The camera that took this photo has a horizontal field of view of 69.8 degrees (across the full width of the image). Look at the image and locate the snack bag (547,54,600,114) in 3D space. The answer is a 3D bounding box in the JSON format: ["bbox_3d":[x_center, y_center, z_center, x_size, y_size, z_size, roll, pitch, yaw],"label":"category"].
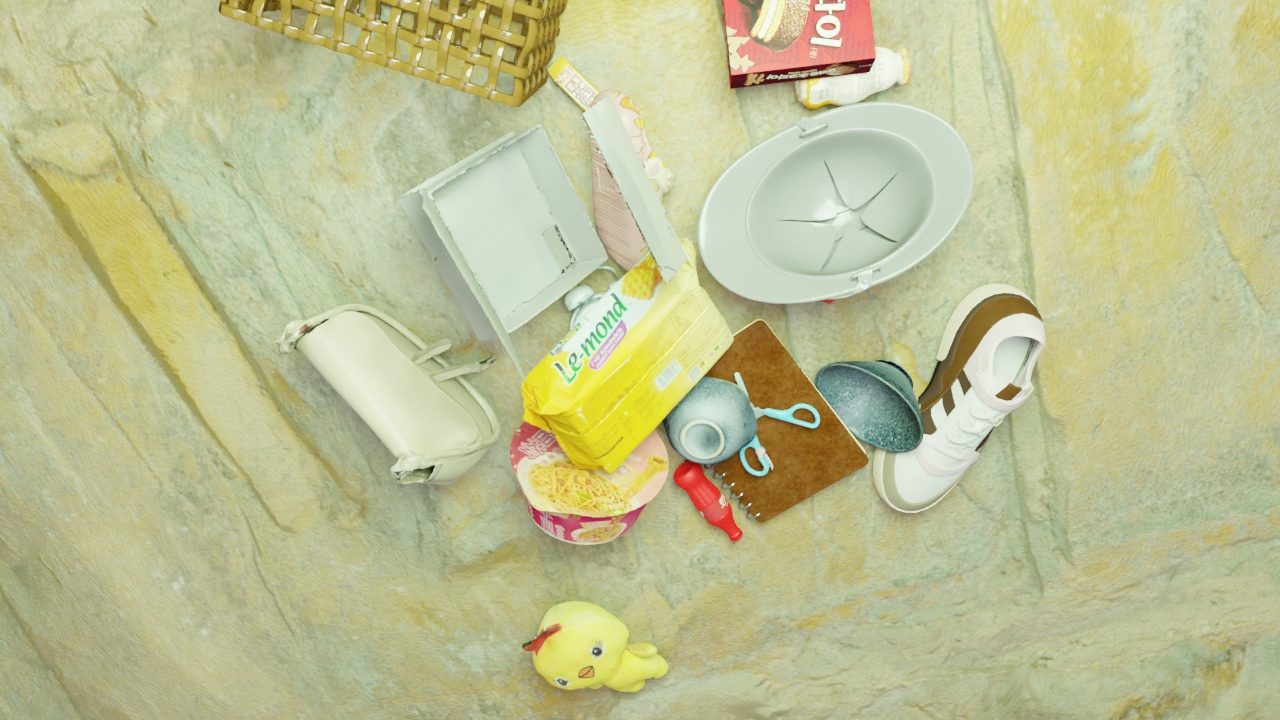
[{"bbox_3d":[-0.052,-0.271,0.945,0.099,0.020,0.026,42,106,-15],"label":"snack bag"}]

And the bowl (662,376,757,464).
[{"bbox_3d":[0.074,0.077,1.033,0.110,0.055,0.110,5,115,10],"label":"bowl"}]

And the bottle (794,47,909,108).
[{"bbox_3d":[0.209,-0.285,0.909,0.109,0.063,0.063,-5,112,3],"label":"bottle"}]

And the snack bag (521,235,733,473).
[{"bbox_3d":[-0.006,0.006,0.954,0.247,0.068,0.160,-46,142,-10],"label":"snack bag"}]

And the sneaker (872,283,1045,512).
[{"bbox_3d":[0.364,0.066,1.023,0.111,0.116,0.294,22,112,-8],"label":"sneaker"}]

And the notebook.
[{"bbox_3d":[0.137,0.076,1.077,0.168,0.024,0.225,-34,108,19],"label":"notebook"}]

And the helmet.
[{"bbox_3d":[0.200,-0.148,0.945,0.271,0.117,0.183,-20,80,15],"label":"helmet"}]

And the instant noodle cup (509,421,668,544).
[{"bbox_3d":[-0.061,0.134,1.045,0.178,0.178,0.078,9,129,-2],"label":"instant noodle cup"}]

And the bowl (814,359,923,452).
[{"bbox_3d":[0.270,0.036,1.035,0.057,0.137,0.137,-47,109,-24],"label":"bowl"}]

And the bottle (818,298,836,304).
[{"bbox_3d":[0.163,-0.091,1.004,0.109,0.044,0.044,10,113,-2],"label":"bottle"}]

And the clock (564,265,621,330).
[{"bbox_3d":[-0.040,-0.047,1.018,0.083,0.057,0.118,-9,101,-1],"label":"clock"}]

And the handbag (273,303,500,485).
[{"bbox_3d":[-0.256,0.025,0.999,0.132,0.183,0.229,-44,89,14],"label":"handbag"}]

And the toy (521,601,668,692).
[{"bbox_3d":[-0.057,0.376,1.185,0.207,0.092,0.134,38,115,-23],"label":"toy"}]

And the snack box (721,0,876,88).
[{"bbox_3d":[0.144,-0.345,0.866,0.133,0.036,0.152,-6,86,4],"label":"snack box"}]

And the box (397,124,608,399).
[{"bbox_3d":[-0.122,-0.104,0.845,0.165,0.330,0.167,-27,110,2],"label":"box"}]

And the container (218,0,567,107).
[{"bbox_3d":[-0.186,-0.376,0.796,0.251,0.219,0.214,16,112,-5],"label":"container"}]

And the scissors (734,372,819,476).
[{"bbox_3d":[0.147,0.069,1.053,0.130,0.015,0.135,-16,115,12],"label":"scissors"}]

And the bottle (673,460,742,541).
[{"bbox_3d":[0.086,0.175,1.120,0.036,0.036,0.119,-33,109,14],"label":"bottle"}]

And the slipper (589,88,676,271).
[{"bbox_3d":[0.000,-0.184,0.945,0.081,0.093,0.197,-21,127,-22],"label":"slipper"}]
